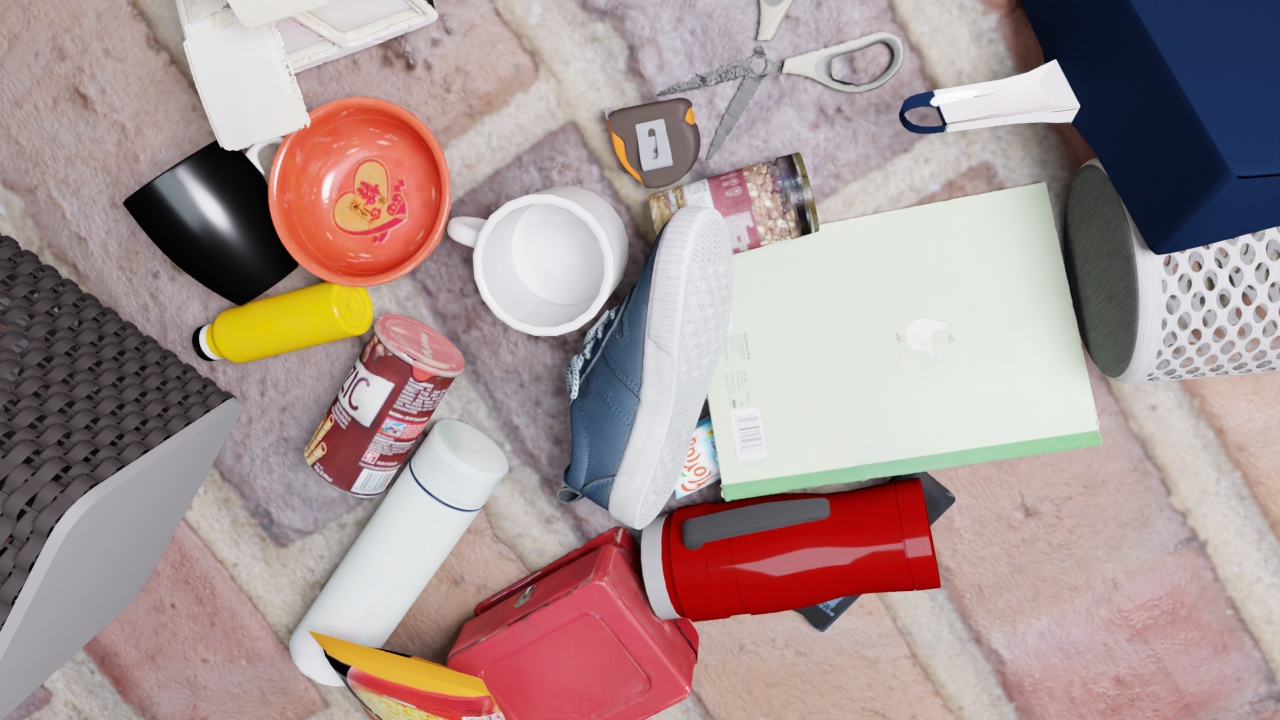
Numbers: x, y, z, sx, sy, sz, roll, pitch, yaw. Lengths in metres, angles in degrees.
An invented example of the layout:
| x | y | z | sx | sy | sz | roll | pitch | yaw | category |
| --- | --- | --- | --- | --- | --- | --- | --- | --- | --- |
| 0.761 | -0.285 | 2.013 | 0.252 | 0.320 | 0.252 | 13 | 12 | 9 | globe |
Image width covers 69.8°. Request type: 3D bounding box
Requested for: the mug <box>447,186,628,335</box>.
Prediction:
| x | y | z | sx | sy | sz | roll | pitch | yaw | category |
| --- | --- | --- | --- | --- | --- | --- | --- | --- | --- |
| -0.072 | -0.076 | 0.629 | 0.121 | 0.090 | 0.091 | 19 | 105 | 1 | mug |

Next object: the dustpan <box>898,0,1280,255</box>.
| x | y | z | sx | sy | sz | roll | pitch | yaw | category |
| --- | --- | --- | --- | --- | --- | --- | --- | --- | --- |
| 0.289 | -0.172 | 0.520 | 0.273 | 0.080 | 0.236 | -6 | 62 | -8 | dustpan |

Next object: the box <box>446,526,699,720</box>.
| x | y | z | sx | sy | sz | roll | pitch | yaw | category |
| --- | --- | --- | --- | --- | --- | --- | --- | --- | --- |
| -0.049 | 0.223 | 0.708 | 0.158 | 0.087 | 0.129 | -33 | 103 | 13 | box |

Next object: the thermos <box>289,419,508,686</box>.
| x | y | z | sx | sy | sz | roll | pitch | yaw | category |
| --- | --- | --- | --- | --- | --- | --- | --- | --- | --- |
| -0.189 | 0.151 | 0.713 | 0.068 | 0.067 | 0.230 | 35 | 105 | -3 | thermos |

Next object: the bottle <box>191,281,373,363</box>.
| x | y | z | sx | sy | sz | roll | pitch | yaw | category |
| --- | --- | --- | --- | --- | --- | --- | --- | --- | --- |
| -0.269 | -0.026 | 0.679 | 0.144 | 0.043 | 0.043 | -11 | 103 | 22 | bottle |

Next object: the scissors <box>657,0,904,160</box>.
| x | y | z | sx | sy | sz | roll | pitch | yaw | category |
| --- | --- | --- | --- | --- | --- | --- | --- | --- | --- |
| 0.095 | -0.212 | 0.616 | 0.171 | 0.012 | 0.157 | 5 | 105 | 6 | scissors |

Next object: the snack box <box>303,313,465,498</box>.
| x | y | z | sx | sy | sz | roll | pitch | yaw | category |
| --- | --- | --- | --- | --- | --- | --- | --- | --- | --- |
| -0.190 | 0.034 | 0.680 | 0.072 | 0.072 | 0.121 | 34 | 106 | -3 | snack box |

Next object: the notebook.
| x | y | z | sx | sy | sz | roll | pitch | yaw | category |
| --- | --- | --- | --- | --- | --- | --- | --- | --- | --- |
| 0.166 | -0.011 | 0.630 | 0.253 | 0.010 | 0.182 | -10 | 83 | 9 | notebook |

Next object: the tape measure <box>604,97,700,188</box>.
| x | y | z | sx | sy | sz | roll | pitch | yaw | category |
| --- | --- | --- | --- | --- | --- | --- | --- | --- | --- |
| 0.010 | -0.148 | 0.626 | 0.058 | 0.038 | 0.059 | -7 | 108 | 14 | tape measure |

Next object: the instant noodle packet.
| x | y | z | sx | sy | sz | roll | pitch | yaw | category |
| --- | --- | --- | --- | --- | --- | --- | --- | --- | --- |
| -0.147 | 0.291 | 0.702 | 0.160 | 0.032 | 0.221 | 4 | 130 | 28 | instant noodle packet |

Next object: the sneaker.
| x | y | z | sx | sy | sz | roll | pitch | yaw | category |
| --- | --- | --- | --- | --- | --- | --- | --- | --- | --- |
| -0.004 | 0.004 | 0.617 | 0.087 | 0.089 | 0.236 | 23 | 112 | 22 | sneaker |

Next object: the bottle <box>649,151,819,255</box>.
| x | y | z | sx | sy | sz | roll | pitch | yaw | category |
| --- | --- | --- | --- | --- | --- | --- | --- | --- | --- |
| 0.063 | -0.100 | 0.625 | 0.105 | 0.056 | 0.056 | -15 | 102 | 9 | bottle |

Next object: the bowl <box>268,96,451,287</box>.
| x | y | z | sx | sy | sz | roll | pitch | yaw | category |
| --- | --- | --- | --- | --- | --- | --- | --- | --- | --- |
| -0.191 | -0.116 | 0.648 | 0.130 | 0.045 | 0.130 | 0 | 92 | 6 | bowl |

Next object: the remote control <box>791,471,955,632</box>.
| x | y | z | sx | sy | sz | roll | pitch | yaw | category |
| --- | --- | --- | --- | --- | --- | --- | --- | --- | --- |
| 0.171 | 0.145 | 0.694 | 0.047 | 0.022 | 0.150 | 38 | 105 | -4 | remote control |

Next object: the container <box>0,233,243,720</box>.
| x | y | z | sx | sy | sz | roll | pitch | yaw | category |
| --- | --- | --- | --- | --- | --- | --- | --- | --- | --- |
| -0.474 | 0.078 | 0.636 | 0.243 | 0.245 | 0.248 | 33 | 105 | -6 | container |

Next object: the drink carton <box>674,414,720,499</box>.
| x | y | z | sx | sy | sz | roll | pitch | yaw | category |
| --- | --- | --- | --- | --- | --- | --- | --- | --- | --- |
| 0.070 | 0.056 | 0.674 | 0.129 | 0.038 | 0.044 | -30 | 99 | 12 | drink carton |

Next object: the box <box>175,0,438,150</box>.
| x | y | z | sx | sy | sz | roll | pitch | yaw | category |
| --- | --- | --- | --- | --- | --- | --- | --- | --- | --- |
| -0.216 | -0.193 | 0.553 | 0.144 | 0.187 | 0.105 | -15 | 87 | 15 | box |

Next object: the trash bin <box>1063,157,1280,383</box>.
| x | y | z | sx | sy | sz | roll | pitch | yaw | category |
| --- | --- | --- | --- | --- | --- | --- | --- | --- | --- |
| 0.371 | -0.067 | 0.552 | 0.183 | 0.156 | 0.156 | -8 | 103 | 11 | trash bin |

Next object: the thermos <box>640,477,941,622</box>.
| x | y | z | sx | sy | sz | roll | pitch | yaw | category |
| --- | --- | --- | --- | --- | --- | --- | --- | --- | --- |
| 0.101 | 0.130 | 0.647 | 0.199 | 0.083 | 0.108 | -11 | 145 | 17 | thermos |

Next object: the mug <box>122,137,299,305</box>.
| x | y | z | sx | sy | sz | roll | pitch | yaw | category |
| --- | --- | --- | --- | --- | --- | --- | --- | --- | --- |
| -0.284 | -0.104 | 0.658 | 0.118 | 0.085 | 0.100 | -40 | 112 | -16 | mug |
